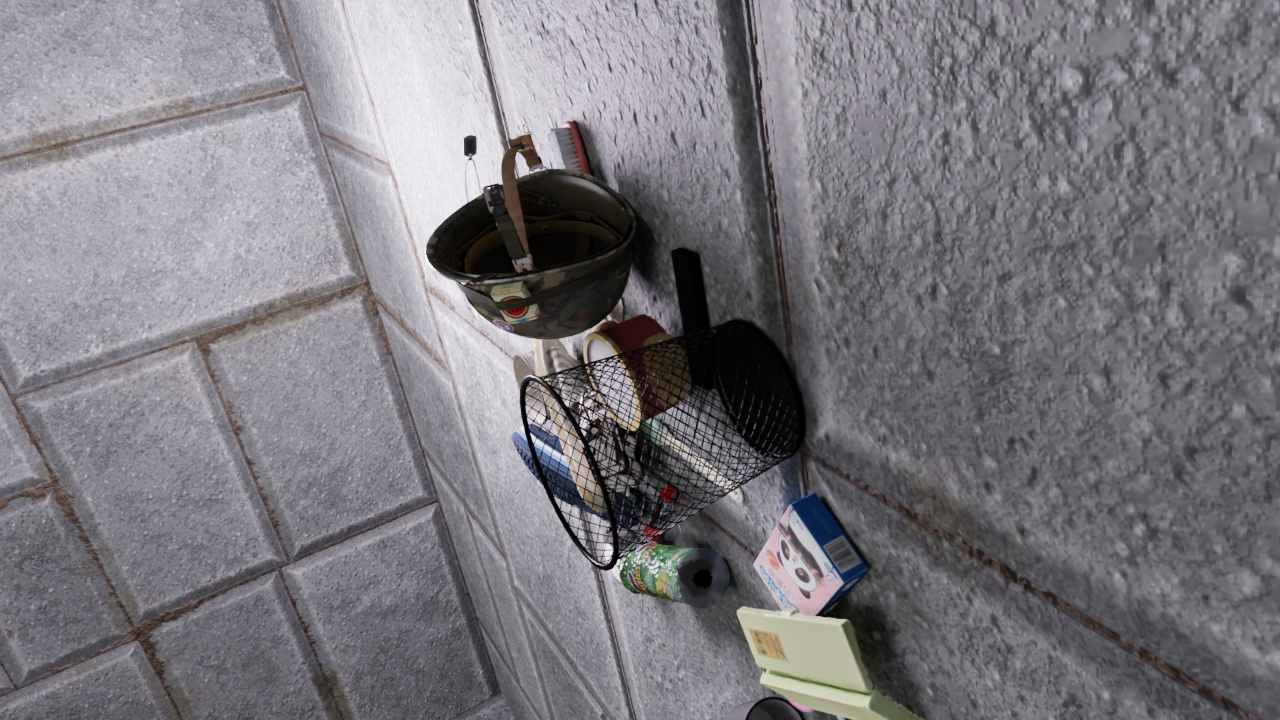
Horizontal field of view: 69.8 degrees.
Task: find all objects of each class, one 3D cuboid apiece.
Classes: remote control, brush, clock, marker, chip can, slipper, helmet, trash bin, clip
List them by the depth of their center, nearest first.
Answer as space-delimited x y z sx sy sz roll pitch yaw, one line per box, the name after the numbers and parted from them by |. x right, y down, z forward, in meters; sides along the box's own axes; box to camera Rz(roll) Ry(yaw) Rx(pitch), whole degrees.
0.023 0.064 0.848 0.184 0.209 0.184 49 151 39 | trash bin
0.056 -0.041 0.939 0.034 0.013 0.150 33 139 56 | remote control
-0.119 -0.131 0.983 0.192 0.224 0.237 -91 6 -46 | helmet
-0.006 0.006 1.034 0.159 0.081 0.117 14 126 62 | clock
-0.069 -0.191 1.068 0.041 0.030 0.172 10 120 65 | brush
0.056 0.111 1.084 0.218 0.012 0.033 34 140 51 | brush
-0.035 -0.062 1.127 0.101 0.041 0.054 52 171 33 | clip
-0.036 0.094 1.170 0.114 0.065 0.155 -92 -20 -59 | clock
0.038 0.276 1.193 0.075 0.075 0.224 68 158 1 | chip can
0.027 0.206 1.224 0.023 0.021 0.145 30 148 10 | marker
-0.084 0.078 1.262 0.114 0.054 0.272 40 -152 -64 | slipper
-0.081 0.162 1.353 0.253 0.095 0.105 27 155 35 | slipper
-0.027 0.299 1.401 0.123 0.043 0.091 39 144 51 | clock

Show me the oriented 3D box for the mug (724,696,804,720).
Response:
0.160 0.456 1.090 0.113 0.078 0.088 38 153 5 | mug

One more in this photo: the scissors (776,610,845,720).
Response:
0.186 0.343 0.994 0.171 0.014 0.168 -14 97 68 | scissors

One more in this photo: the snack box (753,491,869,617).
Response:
0.161 0.200 0.893 0.088 0.033 0.154 57 156 26 | snack box

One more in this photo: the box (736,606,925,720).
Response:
0.172 0.305 0.894 0.140 0.048 0.188 56 154 -7 | box

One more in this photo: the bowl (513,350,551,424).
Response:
-0.144 0.034 1.407 0.115 0.059 0.116 49 151 39 | bowl
